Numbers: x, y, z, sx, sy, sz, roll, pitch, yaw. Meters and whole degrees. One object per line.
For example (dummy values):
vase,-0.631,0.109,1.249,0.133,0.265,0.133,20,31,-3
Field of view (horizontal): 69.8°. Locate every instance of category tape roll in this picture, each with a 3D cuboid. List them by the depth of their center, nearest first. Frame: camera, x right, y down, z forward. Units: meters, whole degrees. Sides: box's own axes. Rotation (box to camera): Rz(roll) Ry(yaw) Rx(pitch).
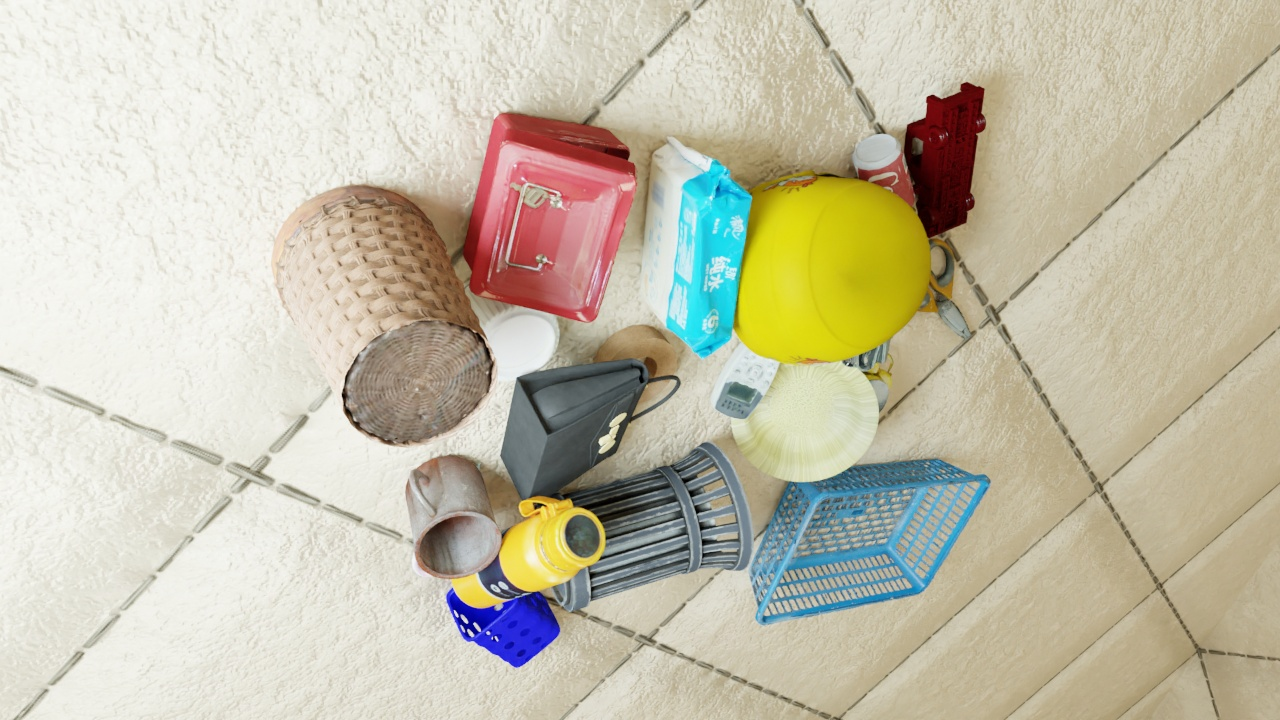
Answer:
tape roll,-0.006,0.006,1.042,0.093,0.027,0.094,-16,131,-20

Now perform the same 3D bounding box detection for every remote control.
remote control,0.131,0.018,1.125,0.060,0.028,0.114,22,112,-17

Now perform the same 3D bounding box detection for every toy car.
toy car,0.341,-0.229,1.042,0.070,0.062,0.170,-22,133,-14

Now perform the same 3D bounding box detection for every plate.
plate,0.209,0.067,1.181,0.184,0.036,0.184,1,113,3

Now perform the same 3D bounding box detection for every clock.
clock,0.294,0.037,1.228,0.119,0.057,0.083,-44,134,7

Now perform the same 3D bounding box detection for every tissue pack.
tissue pack,0.052,-0.116,0.919,0.066,0.117,0.210,-16,131,-24

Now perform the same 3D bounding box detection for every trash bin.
trash bin,-0.212,-0.033,0.759,0.151,0.210,0.151,-16,131,-19
trash bin,-0.002,0.206,1.116,0.227,0.164,0.164,-13,130,-18

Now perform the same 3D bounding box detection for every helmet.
helmet,0.207,-0.094,0.946,0.240,0.139,0.209,-11,100,-8

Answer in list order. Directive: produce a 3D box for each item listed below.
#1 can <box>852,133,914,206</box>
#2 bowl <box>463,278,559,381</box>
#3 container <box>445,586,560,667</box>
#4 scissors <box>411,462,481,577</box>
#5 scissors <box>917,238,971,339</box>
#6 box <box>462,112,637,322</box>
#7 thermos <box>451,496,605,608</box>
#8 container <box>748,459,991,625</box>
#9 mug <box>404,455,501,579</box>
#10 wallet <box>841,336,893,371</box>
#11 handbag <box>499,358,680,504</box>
can,0.274,-0.202,1.029,0.054,0.054,0.096,-36,135,-2
bowl,-0.131,-0.030,0.914,0.115,0.062,0.115,-16,131,-20
container,-0.170,0.319,1.153,0.085,0.084,0.113,-38,136,-1
scissors,-0.223,0.186,1.065,0.101,0.016,0.179,-9,129,-25
scissors,0.410,-0.087,1.229,0.228,0.016,0.114,28,108,-43
box,-0.088,-0.138,0.844,0.137,0.126,0.158,13,122,-15
thermos,-0.130,0.210,1.001,0.233,0.091,0.076,-31,-169,49
container,0.339,0.263,1.412,0.361,0.089,0.258,0,124,-31
mug,-0.211,0.156,0.978,0.096,0.110,0.123,-33,126,-6
wallet,0.286,-0.061,1.111,0.131,0.054,0.101,-59,157,-44
handbag,-0.042,0.060,1.002,0.195,0.072,0.176,-20,155,-25
